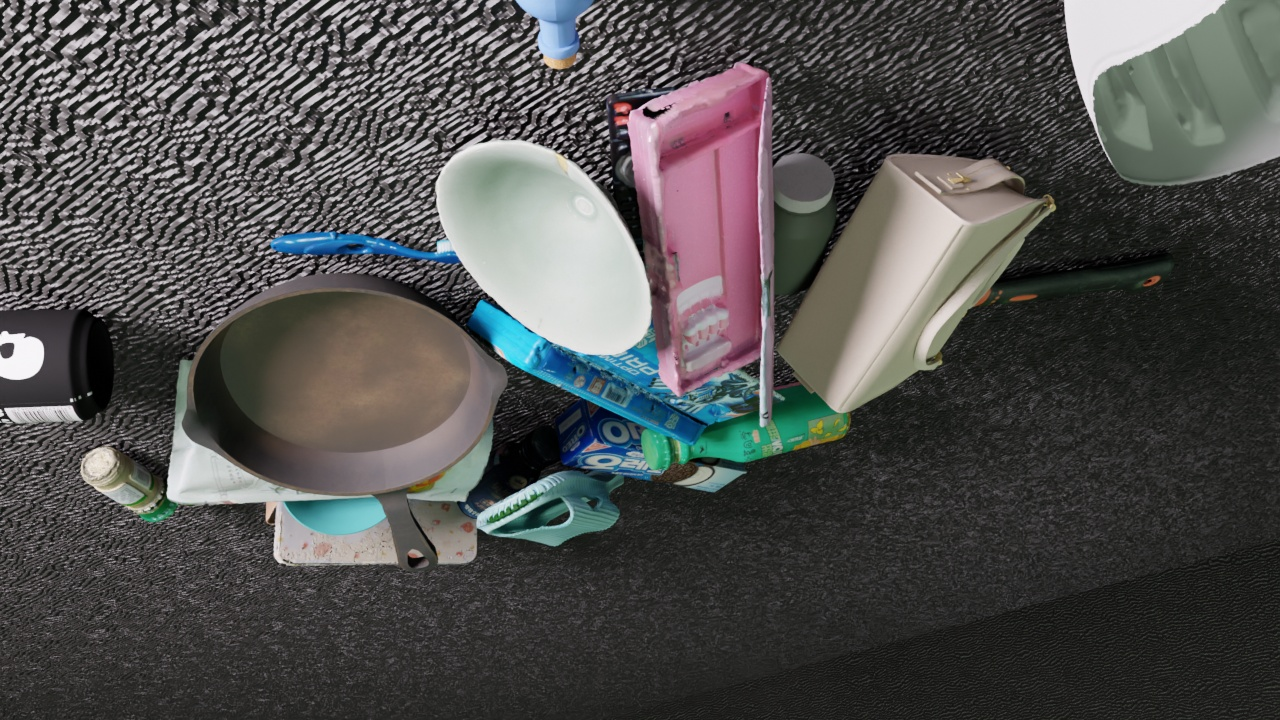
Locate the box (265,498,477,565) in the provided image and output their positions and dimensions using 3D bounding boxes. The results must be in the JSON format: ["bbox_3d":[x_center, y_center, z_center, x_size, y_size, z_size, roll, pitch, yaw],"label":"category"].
[{"bbox_3d":[-0.297,0.175,1.016,0.216,0.094,0.108,8,172,-31],"label":"box"}]

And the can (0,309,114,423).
[{"bbox_3d":[-0.459,0.005,0.642,0.146,0.080,0.080,-2,150,-16],"label":"can"}]

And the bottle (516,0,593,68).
[{"bbox_3d":[-0.043,-0.198,0.447,0.048,0.048,0.131,-7,151,-6],"label":"bottle"}]

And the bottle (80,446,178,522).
[{"bbox_3d":[-0.489,0.120,0.881,0.042,0.042,0.110,-11,151,0],"label":"bottle"}]

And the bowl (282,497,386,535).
[{"bbox_3d":[-0.288,0.104,0.888,0.121,0.121,0.046,7,-170,-28],"label":"bowl"}]

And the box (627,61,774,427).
[{"bbox_3d":[0.065,-0.060,0.598,0.099,0.098,0.233,-26,137,-19],"label":"box"}]

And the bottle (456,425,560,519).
[{"bbox_3d":[-0.140,0.120,0.983,0.056,0.056,0.161,14,143,-37],"label":"bottle"}]

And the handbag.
[{"bbox_3d":[0.225,-0.064,0.697,0.197,0.101,0.195,-13,141,-39],"label":"handbag"}]

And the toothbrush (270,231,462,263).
[{"bbox_3d":[-0.190,-0.080,0.648,0.132,0.016,0.021,2,149,-17],"label":"toothbrush"}]

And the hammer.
[{"bbox_3d":[0.325,-0.063,0.836,0.333,0.033,0.133,-7,151,-8],"label":"hammer"}]

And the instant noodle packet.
[{"bbox_3d":[-0.271,0.074,0.824,0.268,0.057,0.147,4,117,-28],"label":"instant noodle packet"}]

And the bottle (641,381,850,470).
[{"bbox_3d":[0.106,0.068,0.929,0.209,0.068,0.068,-11,153,-16],"label":"bottle"}]

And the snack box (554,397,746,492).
[{"bbox_3d":[0.015,0.094,0.984,0.226,0.059,0.060,17,138,-39],"label":"snack box"}]

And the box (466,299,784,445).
[{"bbox_3d":[-0.008,0.019,0.774,0.175,0.063,0.243,3,164,37],"label":"box"}]

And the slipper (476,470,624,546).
[{"bbox_3d":[-0.080,0.158,0.969,0.116,0.069,0.275,-25,172,17],"label":"slipper"}]

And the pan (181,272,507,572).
[{"bbox_3d":[-0.227,0.065,0.774,0.248,0.043,0.357,-10,135,-4],"label":"pan"}]

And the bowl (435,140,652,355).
[{"bbox_3d":[-0.048,-0.088,0.615,0.174,0.067,0.174,25,145,19],"label":"bowl"}]

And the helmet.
[{"bbox_3d":[0.327,-0.189,0.443,0.225,0.183,0.282,-22,143,31],"label":"helmet"}]

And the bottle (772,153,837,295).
[{"bbox_3d":[0.109,-0.098,0.667,0.060,0.060,0.109,-8,152,-5],"label":"bottle"}]

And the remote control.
[{"bbox_3d":[0.003,-0.127,0.622,0.045,0.021,0.141,-9,147,-5],"label":"remote control"}]
